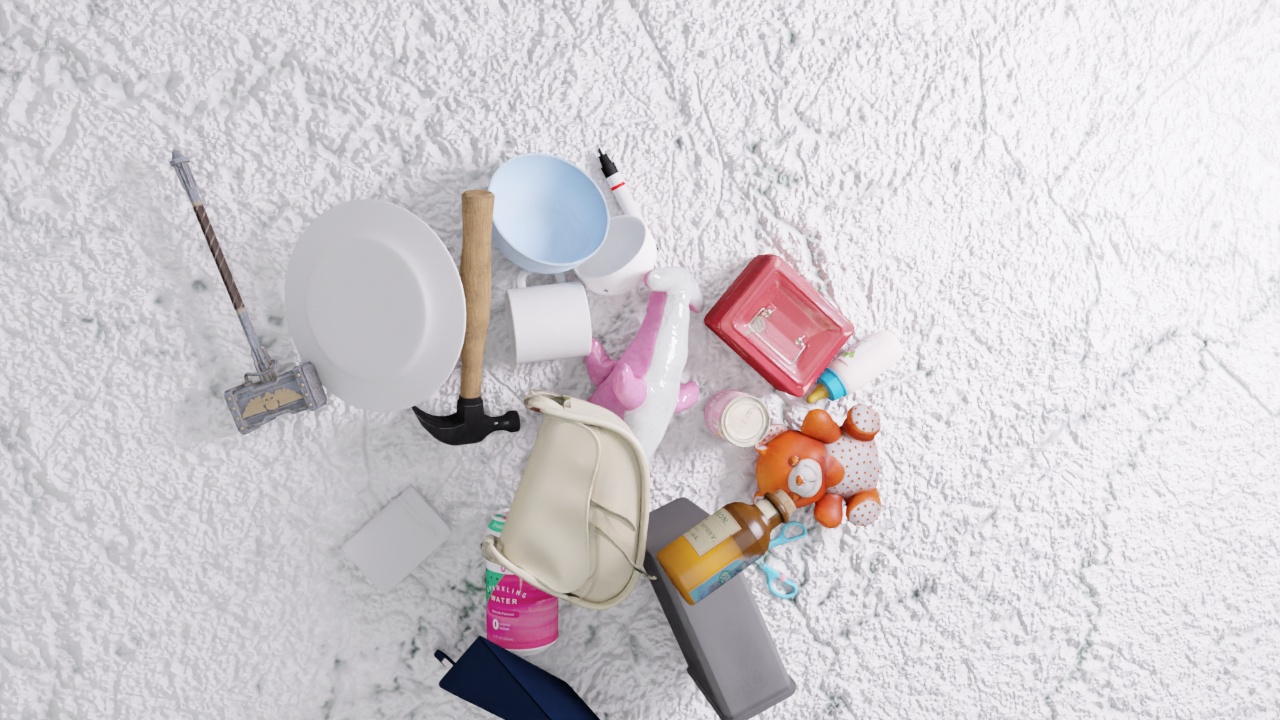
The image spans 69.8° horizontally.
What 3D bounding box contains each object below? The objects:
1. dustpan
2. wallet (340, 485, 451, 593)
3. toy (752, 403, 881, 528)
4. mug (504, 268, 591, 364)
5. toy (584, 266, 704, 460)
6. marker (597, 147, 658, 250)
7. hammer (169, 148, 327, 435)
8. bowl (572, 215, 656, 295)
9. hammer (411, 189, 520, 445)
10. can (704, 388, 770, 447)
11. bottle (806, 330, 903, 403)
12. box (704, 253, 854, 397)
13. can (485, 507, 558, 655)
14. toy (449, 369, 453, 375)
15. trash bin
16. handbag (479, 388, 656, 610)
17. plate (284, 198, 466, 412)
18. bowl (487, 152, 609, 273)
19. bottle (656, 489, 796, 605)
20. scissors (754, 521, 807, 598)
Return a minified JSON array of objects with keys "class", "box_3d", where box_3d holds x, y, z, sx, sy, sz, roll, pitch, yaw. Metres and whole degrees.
[{"class":"dustpan","box_3d":[-0.140,0.404,1.074,0.080,0.273,0.236,-47,143,-9]},{"class":"wallet","box_3d":[-0.294,0.218,1.120,0.116,0.032,0.086,-39,90,-5]},{"class":"toy","box_3d":[0.233,0.140,1.199,0.172,0.093,0.164,-5,100,-10]},{"class":"mug","box_3d":[-0.115,-0.060,1.110,0.090,0.091,0.121,-8,79,-12]},{"class":"toy","box_3d":[-0.007,0.007,1.138,0.128,0.186,0.265,18,91,28]},{"class":"marker","box_3d":[-0.019,-0.201,1.154,0.019,0.019,0.145,-29,100,-9]},{"class":"hammer","box_3d":[-0.464,-0.082,1.040,0.098,0.044,0.322,-19,98,3]},{"class":"bowl","box_3d":[-0.027,-0.123,1.121,0.105,0.105,0.054,-45,133,-6]},{"class":"hammer","box_3d":[-0.197,-0.043,1.052,0.132,0.040,0.306,-6,118,-27]},{"class":"can","box_3d":[0.123,0.073,1.177,0.067,0.076,0.067,-1,94,-13]},{"class":"bottle","box_3d":[0.280,0.015,1.222,0.146,0.051,0.051,-33,100,-9]},{"class":"box","box_3d":[0.177,-0.044,1.176,0.158,0.087,0.129,41,84,-13]},{"class":"can","box_3d":[-0.145,0.269,1.125,0.088,0.088,0.166,-1,94,-13]},{"class":"toy","box_3d":[-0.253,-0.030,1.099,0.105,0.053,0.108,-40,106,-17]},{"class":"trash bin","box_3d":[0.080,0.299,1.127,0.097,0.192,0.220,-25,97,-10]},{"class":"handbag","box_3d":[-0.067,0.164,1.018,0.184,0.132,0.229,15,98,-19]},{"class":"plate","box_3d":[-0.307,-0.059,1.034,0.243,0.016,0.242,4,101,20]},{"class":"bowl","box_3d":[-0.119,-0.164,1.095,0.150,0.075,0.150,10,65,-21]},{"class":"bottle","box_3d":[0.099,0.194,0.998,0.157,0.068,0.068,-33,100,-9]},{"class":"scissors","box_3d":[0.176,0.256,1.236,0.136,0.015,0.126,39,85,-18]}]
